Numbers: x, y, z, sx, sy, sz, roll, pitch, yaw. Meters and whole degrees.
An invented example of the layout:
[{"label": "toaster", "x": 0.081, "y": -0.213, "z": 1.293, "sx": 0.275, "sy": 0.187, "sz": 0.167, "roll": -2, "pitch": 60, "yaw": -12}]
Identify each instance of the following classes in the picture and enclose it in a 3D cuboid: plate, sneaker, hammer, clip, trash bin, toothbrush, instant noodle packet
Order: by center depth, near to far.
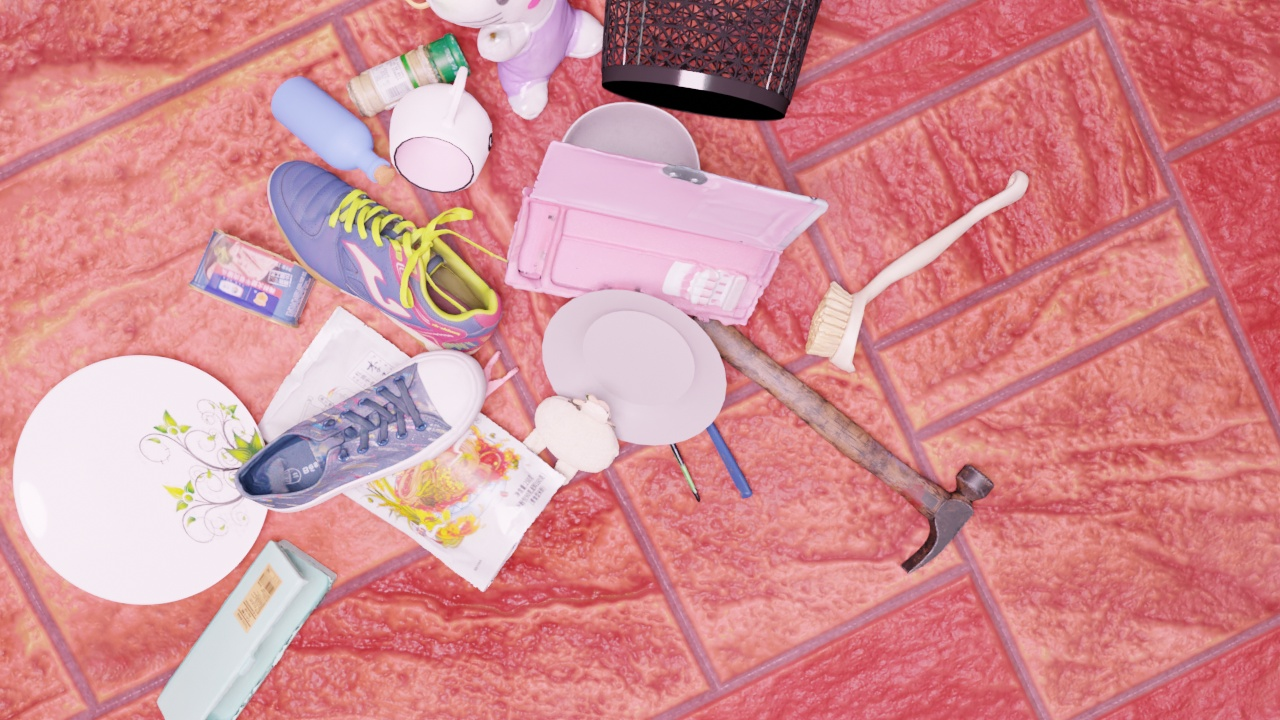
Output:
[{"label": "trash bin", "x": 0.066, "y": -0.342, "z": 0.775, "sx": 0.217, "sy": 0.217, "sz": 0.243, "roll": 10, "pitch": 99, "yaw": -3}, {"label": "sneaker", "x": -0.242, "y": 0.067, "z": 0.797, "sx": 0.235, "sy": 0.079, "sz": 0.087, "roll": -29, "pitch": 86, "yaw": 3}, {"label": "sneaker", "x": -0.222, "y": -0.106, "z": 0.818, "sx": 0.242, "sy": 0.091, "sz": 0.116, "roll": 39, "pitch": 56, "yaw": -7}, {"label": "plate", "x": -0.004, "y": 0.005, "z": 0.835, "sx": 0.173, "sy": 0.019, "sz": 0.173, "roll": 10, "pitch": 129, "yaw": 13}, {"label": "plate", "x": -0.456, "y": 0.109, "z": 0.852, "sx": 0.229, "sy": 0.030, "sz": 0.229, "roll": 0, "pitch": 93, "yaw": -3}, {"label": "instant noodle packet", "x": -0.216, "y": 0.085, "z": 0.854, "sx": 0.269, "sy": 0.057, "sz": 0.147, "roll": 35, "pitch": 90, "yaw": 1}, {"label": "clip", "x": -0.140, "y": 0.022, "z": 0.869, "sx": 0.035, "sy": 0.022, "sz": 0.057, "roll": 42, "pitch": 96, "yaw": -6}, {"label": "hammer", "x": 0.176, "y": 0.066, "z": 0.881, "sx": 0.330, "sy": 0.033, "sz": 0.120, "roll": 38, "pitch": 92, "yaw": -3}, {"label": "toothbrush", "x": 0.019, "y": 0.051, "z": 0.881, "sx": 0.017, "sy": 0.014, "sz": 0.188, "roll": -27, "pitch": 94, "yaw": -9}, {"label": "toothbrush", "x": 0.055, "y": 0.050, "z": 0.881, "sx": 0.017, "sy": 0.016, "sz": 0.190, "roll": -30, "pitch": 94, "yaw": 6}]

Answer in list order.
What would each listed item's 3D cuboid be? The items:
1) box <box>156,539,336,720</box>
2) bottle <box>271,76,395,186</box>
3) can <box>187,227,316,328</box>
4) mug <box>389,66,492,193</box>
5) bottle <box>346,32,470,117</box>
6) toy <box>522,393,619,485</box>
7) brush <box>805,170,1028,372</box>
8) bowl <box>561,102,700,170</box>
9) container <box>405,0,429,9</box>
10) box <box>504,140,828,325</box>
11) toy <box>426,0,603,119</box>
[{"label": "box", "x": -0.370, "y": 0.260, "z": 0.840, "sx": 0.077, "sy": 0.079, "sz": 0.189, "roll": 37, "pitch": 90, "yaw": -3}, {"label": "bottle", "x": -0.269, "y": -0.199, "z": 0.818, "sx": 0.131, "sy": 0.048, "sz": 0.048, "roll": 39, "pitch": 90, "yaw": 16}, {"label": "can", "x": -0.351, "y": -0.075, "z": 0.838, "sx": 0.100, "sy": 0.054, "sz": 0.059, "roll": 23, "pitch": 89, "yaw": -4}, {"label": "mug", "x": -0.171, "y": -0.210, "z": 0.808, "sx": 0.090, "sy": 0.124, "sz": 0.076, "roll": 16, "pitch": 56, "yaw": -18}, {"label": "bottle", "x": -0.212, "y": -0.259, "z": 0.841, "sx": 0.110, "sy": 0.042, "sz": 0.042, "roll": -24, "pitch": 94, "yaw": 0}, {"label": "toy", "x": -0.060, "y": 0.067, "z": 0.857, "sx": 0.087, "sy": 0.050, "sz": 0.112, "roll": 38, "pitch": 114, "yaw": -3}, {"label": "brush", "x": 0.262, "y": -0.092, "z": 0.869, "sx": 0.272, "sy": 0.062, "sz": 0.077, "roll": -40, "pitch": 98, "yaw": -4}, {"label": "bowl", "x": -0.012, "y": -0.165, "z": 0.843, "sx": 0.132, "sy": 0.064, "sz": 0.132, "roll": 0, "pitch": 93, "yaw": -3}, {"label": "container", "x": -0.178, "y": -0.413, "z": 0.792, "sx": 0.167, "sy": 0.129, "sz": 0.183, "roll": 44, "pitch": 90, "yaw": 3}, {"label": "box", "x": 0.015, "y": -0.110, "z": 0.772, "sx": 0.232, "sy": 0.181, "sz": 0.055, "roll": 10, "pitch": 53, "yaw": -17}, {"label": "toy", "x": -0.104, "y": -0.310, "z": 0.770, "sx": 0.137, "sy": 0.209, "sz": 0.085, "roll": -46, "pitch": 67, "yaw": -3}]
